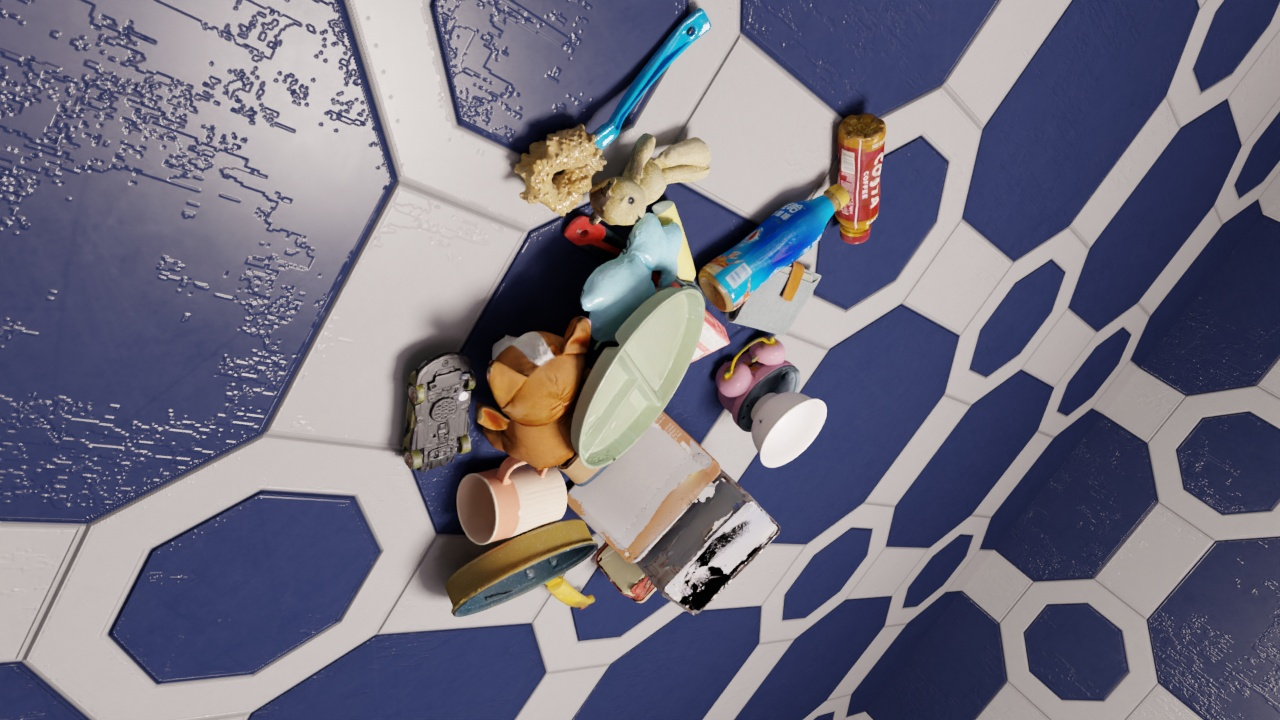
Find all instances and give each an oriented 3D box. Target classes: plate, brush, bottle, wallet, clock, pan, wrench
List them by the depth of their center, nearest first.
[{"bbox_3d":[-0.023,-0.240,0.881,0.254,0.046,0.083,-48,140,-4],"label":"brush"},{"bbox_3d":[-0.003,0.017,1.013,0.229,0.027,0.231,-49,159,-26],"label":"plate"},{"bbox_3d":[0.003,-0.100,1.045,0.056,0.016,0.273,-39,145,14],"label":"wrench"},{"bbox_3d":[0.170,-0.147,1.134,0.218,0.065,0.065,-39,143,-13],"label":"bottle"},{"bbox_3d":[-0.061,0.113,1.141,0.090,0.033,0.115,-44,163,-6],"label":"wallet"},{"bbox_3d":[0.278,-0.227,1.172,0.057,0.057,0.175,-32,142,-19],"label":"bottle"},{"bbox_3d":[-0.126,0.293,1.219,0.198,0.078,0.357,-28,163,3],"label":"pan"},{"bbox_3d":[0.182,-0.086,1.226,0.129,0.037,0.107,11,116,-50],"label":"wallet"},{"bbox_3d":[0.162,0.028,1.294,0.117,0.060,0.159,-37,144,-12],"label":"clock"}]

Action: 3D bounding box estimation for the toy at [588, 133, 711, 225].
[{"bbox_3d":[0.012,-0.183,0.941,0.156,0.066,0.105,-33,162,-34],"label":"toy"}]

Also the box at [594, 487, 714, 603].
[{"bbox_3d":[0.019,0.266,1.345,0.168,0.091,0.076,-46,147,-1],"label":"box"}]

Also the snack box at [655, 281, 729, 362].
[{"bbox_3d":[0.043,-0.042,1.113,0.075,0.025,0.153,-27,148,19],"label":"snack box"}]

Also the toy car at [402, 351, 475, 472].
[{"bbox_3d":[-0.211,0.054,0.956,0.070,0.042,0.158,-15,134,-36],"label":"toy car"}]

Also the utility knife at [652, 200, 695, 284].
[{"bbox_3d":[0.047,-0.118,1.075,0.031,0.021,0.205,-36,140,-8],"label":"utility knife"}]

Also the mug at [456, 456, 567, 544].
[{"bbox_3d":[-0.146,0.153,1.081,0.105,0.081,0.115,-7,131,-43],"label":"mug"}]

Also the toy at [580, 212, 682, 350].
[{"bbox_3d":[-0.010,-0.082,0.978,0.161,0.050,0.156,8,99,-59],"label":"toy"}]

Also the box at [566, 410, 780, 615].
[{"bbox_3d":[0.050,0.208,1.224,0.179,0.134,0.270,-46,112,-1],"label":"box"}]

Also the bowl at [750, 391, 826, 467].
[{"bbox_3d":[0.192,0.082,1.268,0.118,0.065,0.118,-26,141,-24],"label":"bowl"}]

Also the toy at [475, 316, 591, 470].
[{"bbox_3d":[-0.111,0.029,0.976,0.140,0.130,0.200,-38,163,-20],"label":"toy"}]
